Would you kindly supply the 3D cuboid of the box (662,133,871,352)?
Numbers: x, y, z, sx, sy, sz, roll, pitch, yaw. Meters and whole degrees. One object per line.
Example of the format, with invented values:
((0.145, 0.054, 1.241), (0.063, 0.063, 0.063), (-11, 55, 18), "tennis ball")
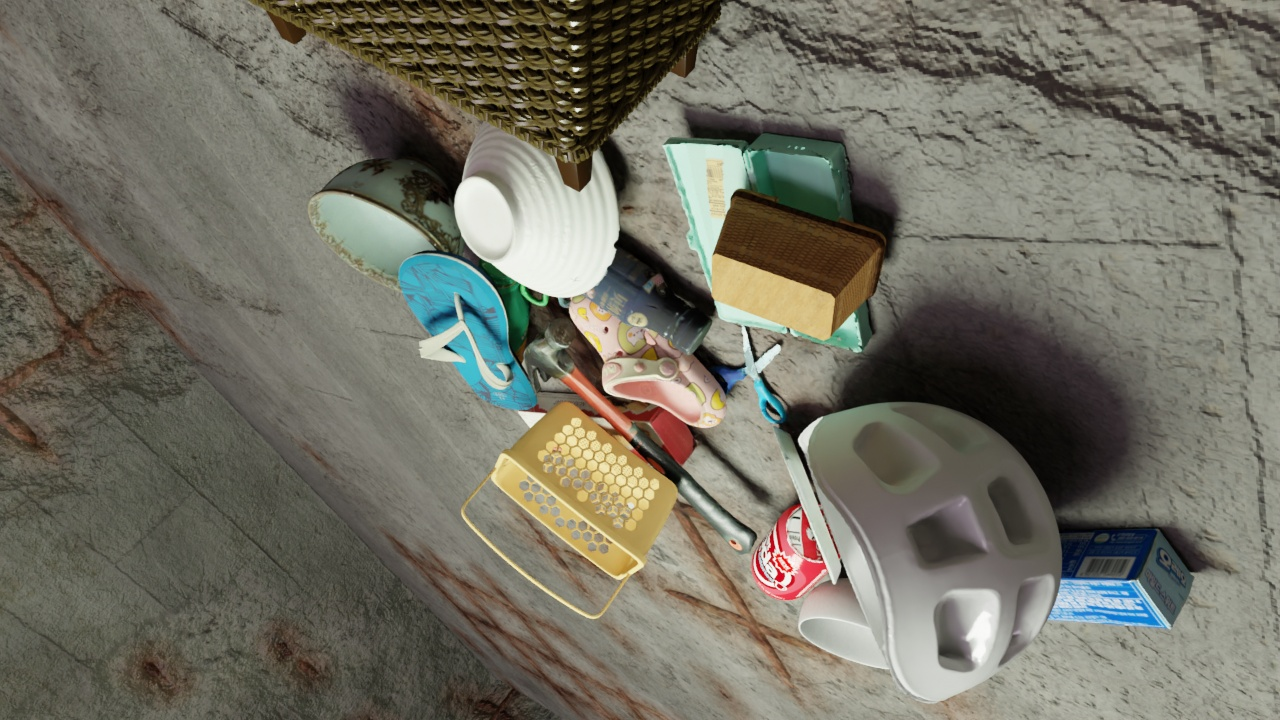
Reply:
((0.098, -0.086, 0.691), (0.136, 0.033, 0.187), (19, 146, 34), "box")

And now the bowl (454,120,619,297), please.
((-0.107, -0.127, 0.775), (0.177, 0.070, 0.177), (22, 125, 34), "bowl")

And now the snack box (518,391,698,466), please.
((-0.048, 0.082, 1.110), (0.274, 0.044, 0.076), (0, 132, 50), "snack box")

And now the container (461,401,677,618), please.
((-0.076, 0.161, 0.976), (0.183, 0.166, 0.129), (38, 152, 1), "container")

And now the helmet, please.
((0.204, 0.145, 0.716), (0.283, 0.183, 0.224), (107, 151, -67), "helmet")

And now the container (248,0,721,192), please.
((-0.110, -0.262, 0.540), (0.321, 0.176, 0.205), (30, 155, 18), "container")

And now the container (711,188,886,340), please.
((0.102, -0.064, 0.633), (0.114, 0.061, 0.063), (22, 148, 20), "container")

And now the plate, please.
((0.158, 0.133, 0.865), (0.157, 0.014, 0.157), (-21, -91, -83), "plate")

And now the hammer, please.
((0.004, 0.093, 0.990), (0.333, 0.033, 0.133), (44, 151, -7), "hammer")

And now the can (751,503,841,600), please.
((0.170, 0.209, 0.995), (0.074, 0.074, 0.143), (34, 152, 11), "can")

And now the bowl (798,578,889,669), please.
((0.245, 0.282, 1.012), (0.132, 0.064, 0.132), (18, 150, 10), "bowl")

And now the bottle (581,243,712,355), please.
((-0.010, -0.064, 0.831), (0.161, 0.056, 0.056), (34, 152, 10), "bottle")

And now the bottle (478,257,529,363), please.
((-0.156, -0.055, 1.014), (0.068, 0.068, 0.210), (35, 152, 9), "bottle")

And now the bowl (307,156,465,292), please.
((-0.243, -0.150, 0.936), (0.160, 0.093, 0.160), (19, 153, 10), "bowl")

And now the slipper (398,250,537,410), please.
((-0.185, -0.011, 0.974), (0.118, 0.060, 0.295), (14, 152, 19), "slipper")

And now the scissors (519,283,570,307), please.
((-0.082, -0.098, 0.905), (0.070, 0.014, 0.131), (9, 138, -3), "scissors")

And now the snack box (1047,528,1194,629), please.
((0.333, 0.180, 0.769), (0.059, 0.059, 0.227), (49, 151, -11), "snack box")

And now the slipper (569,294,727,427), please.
((-0.005, 0.005, 0.897), (0.197, 0.081, 0.093), (44, 154, -2), "slipper")

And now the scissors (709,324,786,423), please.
((0.094, 0.008, 0.855), (0.104, 0.015, 0.134), (23, 149, 32), "scissors")

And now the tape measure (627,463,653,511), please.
((0.003, 0.152, 1.134), (0.020, 0.060, 0.062), (13, 143, 42), "tape measure")
